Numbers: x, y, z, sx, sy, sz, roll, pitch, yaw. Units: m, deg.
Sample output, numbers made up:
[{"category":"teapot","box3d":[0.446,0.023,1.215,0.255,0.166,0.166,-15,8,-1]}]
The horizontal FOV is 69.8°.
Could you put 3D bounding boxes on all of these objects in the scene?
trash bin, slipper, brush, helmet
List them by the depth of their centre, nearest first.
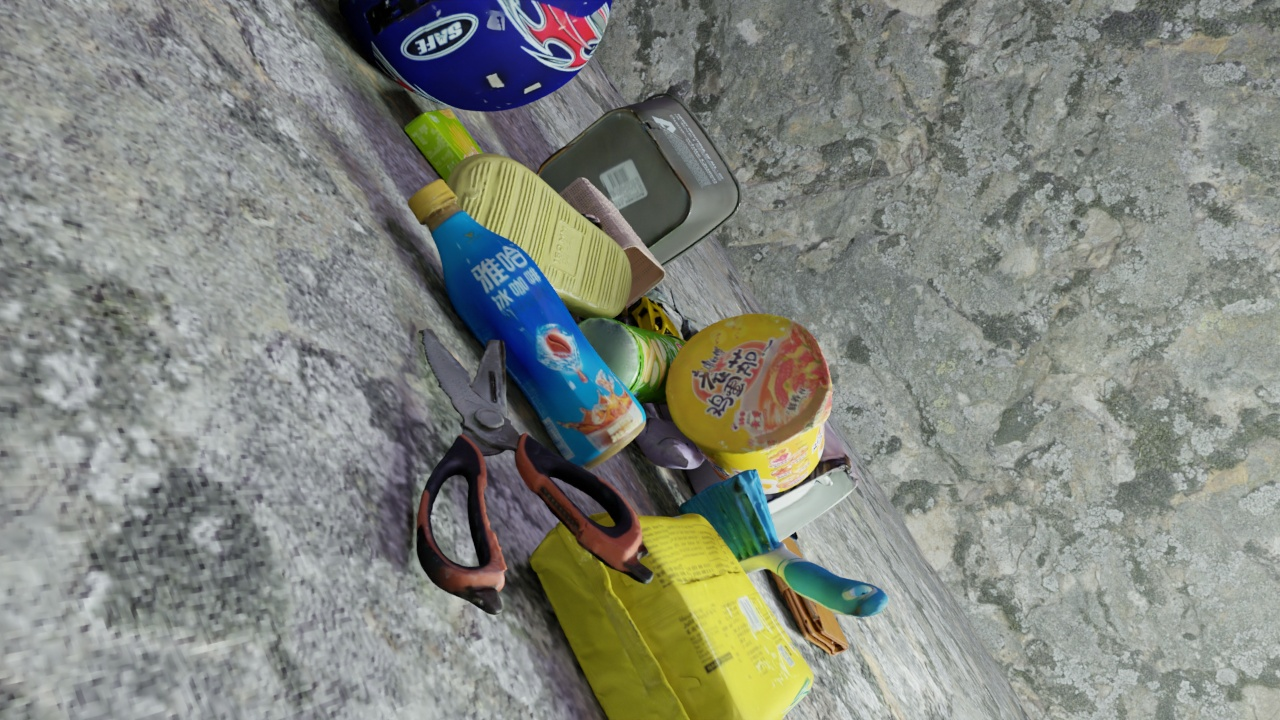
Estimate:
[{"category":"brush","box3d":[0.091,0.129,0.657,0.315,0.060,0.109,115,-47,-73]},{"category":"slipper","box3d":[-0.091,-0.088,0.749,0.190,0.082,0.091,30,62,-38]},{"category":"helmet","box3d":[-0.156,-0.345,0.789,0.314,0.248,0.240,-1,74,-65]},{"category":"trash bin","box3d":[-0.005,-0.214,1.139,0.199,0.199,0.219,55,18,-2]}]

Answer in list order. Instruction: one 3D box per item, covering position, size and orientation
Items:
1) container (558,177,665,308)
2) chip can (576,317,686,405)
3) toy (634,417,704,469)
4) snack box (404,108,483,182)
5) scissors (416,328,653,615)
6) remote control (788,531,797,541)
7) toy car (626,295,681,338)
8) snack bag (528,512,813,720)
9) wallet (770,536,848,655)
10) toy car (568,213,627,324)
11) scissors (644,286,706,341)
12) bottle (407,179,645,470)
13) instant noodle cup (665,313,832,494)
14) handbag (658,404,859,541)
[{"category":"container","box3d":[-0.049,-0.114,0.931,0.111,0.090,0.090,58,13,27]},{"category":"chip can","box3d":[-0.005,0.005,0.819,0.072,0.073,0.221,58,13,12]},{"category":"toy","box3d":[0.023,0.073,0.830,0.084,0.039,0.108,38,8,20]},{"category":"snack box","box3d":[-0.142,-0.154,0.824,0.156,0.026,0.085,52,12,-12]},{"category":"scissors","box3d":[-0.072,0.050,0.484,0.222,0.015,0.189,30,29,15]},{"category":"remote control","box3d":[0.142,0.174,1.042,0.136,0.024,0.053,43,16,-49]},{"category":"toy car","box3d":[0.023,-0.025,1.076,0.071,0.041,0.155,47,16,-33]},{"category":"snack bag","box3d":[0.035,0.166,0.565,0.158,0.068,0.246,59,12,17]},{"category":"wallet","box3d":[0.165,0.236,0.955,0.108,0.031,0.131,44,16,-53]},{"category":"toy car","box3d":[-0.049,-0.075,0.850,0.037,0.056,0.122,-156,-130,-77]},{"category":"scissors","box3d":[0.043,-0.062,1.118,0.159,0.014,0.181,39,14,-32]},{"category":"bottle","box3d":[-0.082,-0.027,0.630,0.218,0.065,0.065,54,13,-4]},{"category":"instant noodle cup","box3d":[0.100,0.046,0.800,0.110,0.138,0.138,65,1,-52]},{"category":"handbag","box3d":[0.113,0.075,0.913,0.098,0.145,0.196,39,21,-45]}]
